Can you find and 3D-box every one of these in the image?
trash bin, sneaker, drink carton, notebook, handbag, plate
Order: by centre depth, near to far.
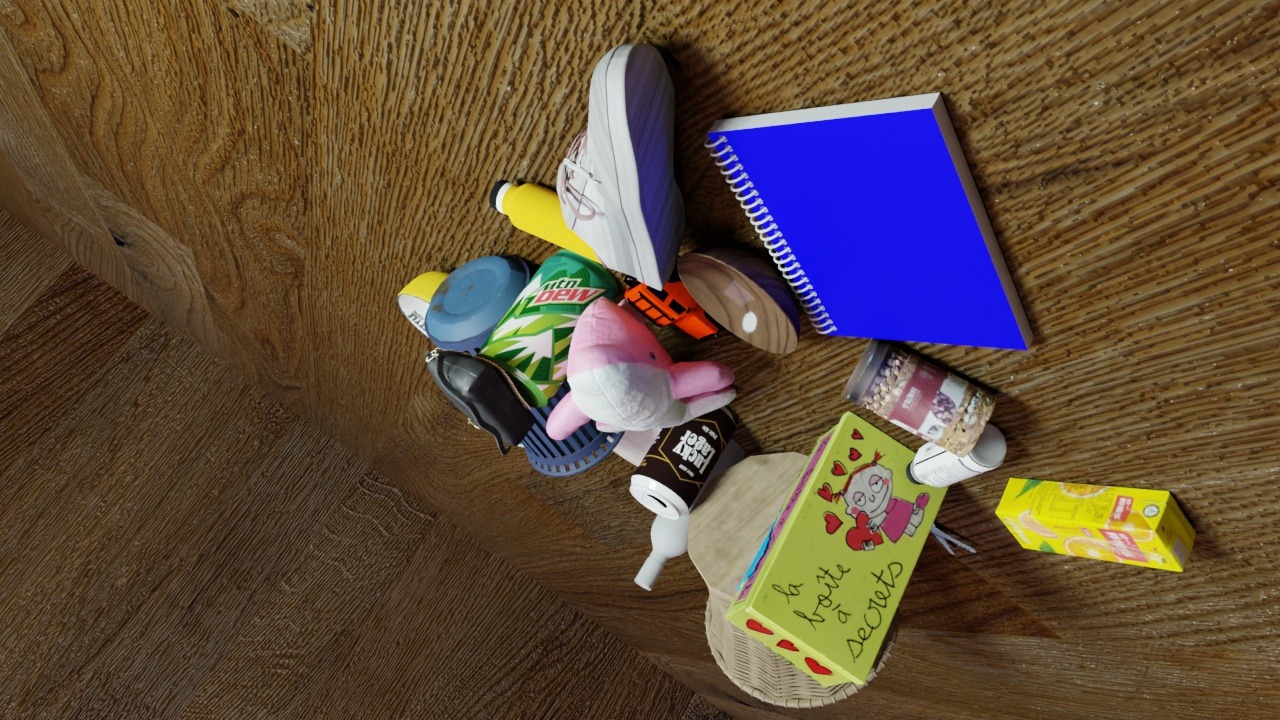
[{"bbox_3d":[0.154,-0.085,0.627,0.172,0.022,0.209,7,146,44],"label":"notebook"},{"bbox_3d":[-0.024,-0.135,0.666,0.089,0.099,0.236,12,154,13],"label":"sneaker"},{"bbox_3d":[0.368,0.133,0.750,0.058,0.042,0.135,46,154,-25],"label":"drink carton"},{"bbox_3d":[-0.154,0.033,0.855,0.079,0.054,0.128,23,158,33],"label":"handbag"},{"bbox_3d":[-0.127,0.005,1.035,0.139,0.139,0.249,14,149,40],"label":"trash bin"},{"bbox_3d":[-0.010,0.107,1.202,0.189,0.027,0.189,31,162,11],"label":"plate"}]

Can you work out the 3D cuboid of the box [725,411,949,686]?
[{"bbox_3d":[0.182,0.172,0.839,0.124,0.220,0.080,35,150,2],"label":"box"}]

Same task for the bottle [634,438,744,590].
[{"bbox_3d":[0.052,0.175,1.058,0.052,0.194,0.052,28,157,13],"label":"bottle"}]

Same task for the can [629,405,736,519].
[{"bbox_3d":[0.047,0.104,1.007,0.072,0.128,0.072,28,157,13],"label":"can"}]

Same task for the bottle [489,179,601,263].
[{"bbox_3d":[-0.069,-0.124,0.816,0.144,0.043,0.043,25,156,20],"label":"bottle"}]

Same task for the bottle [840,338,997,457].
[{"bbox_3d":[0.218,0.028,0.721,0.105,0.056,0.056,28,157,12],"label":"bottle"}]

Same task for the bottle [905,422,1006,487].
[{"bbox_3d":[0.267,0.086,0.793,0.041,0.041,0.116,34,158,0],"label":"bottle"}]

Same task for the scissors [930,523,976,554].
[{"bbox_3d":[0.283,0.165,0.967,0.118,0.015,0.139,-1,133,54],"label":"scissors"}]

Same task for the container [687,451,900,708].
[{"bbox_3d":[0.164,0.235,1.018,0.227,0.226,0.196,18,146,33],"label":"container"}]

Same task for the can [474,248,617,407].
[{"bbox_3d":[-0.089,-0.032,0.896,0.083,0.143,0.083,28,157,13],"label":"can"}]

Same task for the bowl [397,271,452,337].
[{"bbox_3d":[-0.228,-0.066,1.114,0.117,0.067,0.117,28,157,13],"label":"bowl"}]

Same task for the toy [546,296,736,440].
[{"bbox_3d":[-0.005,0.005,0.881,0.187,0.127,0.265,-14,163,13],"label":"toy"}]

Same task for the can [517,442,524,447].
[{"bbox_3d":[-0.167,0.032,1.186,0.099,0.099,0.144,15,151,37],"label":"can"}]

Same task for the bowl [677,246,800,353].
[{"bbox_3d":[0.087,-0.056,0.746,0.119,0.032,0.119,36,166,11],"label":"bowl"}]

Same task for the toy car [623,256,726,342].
[{"bbox_3d":[0.032,-0.052,0.820,0.100,0.048,0.051,39,157,-13],"label":"toy car"}]
